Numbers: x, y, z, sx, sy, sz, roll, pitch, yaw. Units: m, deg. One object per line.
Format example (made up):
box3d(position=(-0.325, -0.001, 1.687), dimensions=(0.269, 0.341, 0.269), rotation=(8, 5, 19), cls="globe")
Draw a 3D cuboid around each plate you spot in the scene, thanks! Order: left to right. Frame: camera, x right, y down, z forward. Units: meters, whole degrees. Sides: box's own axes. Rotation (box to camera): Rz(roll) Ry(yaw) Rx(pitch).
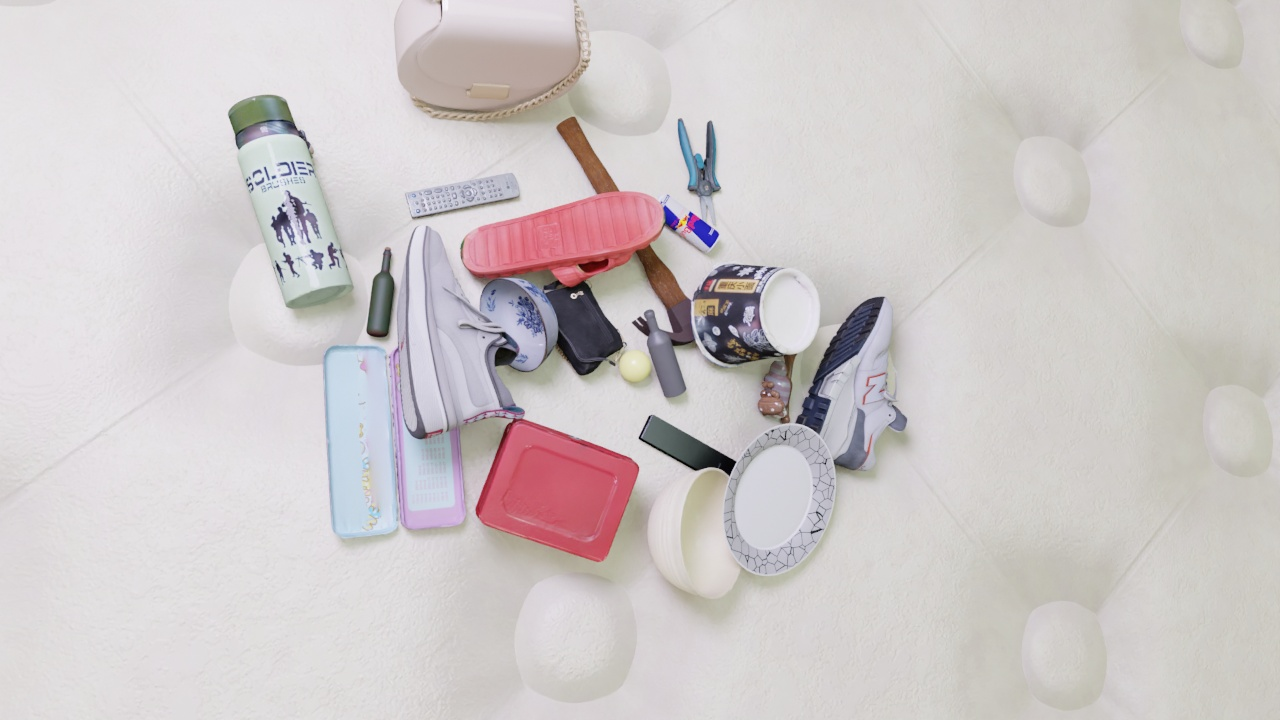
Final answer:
box3d(position=(0.168, 0.169, 1.124), dimensions=(0.188, 0.016, 0.188), rotation=(-6, 101, -35), cls="plate")

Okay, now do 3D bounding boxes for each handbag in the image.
box3d(position=(-0.173, -0.365, 1.053), dimensions=(0.210, 0.209, 0.103), rotation=(-3, 80, -21), cls="handbag")
box3d(position=(-0.071, -0.044, 1.113), dimensions=(0.079, 0.054, 0.128), rotation=(-33, 90, -25), cls="handbag")

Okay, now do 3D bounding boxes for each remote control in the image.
box3d(position=(-0.214, -0.201, 1.113), dimensions=(0.136, 0.013, 0.033), rotation=(-15, 86, -21), cls="remote control")
box3d(position=(0.069, 0.118, 1.151), dimensions=(0.150, 0.013, 0.034), rotation=(30, 72, -11), cls="remote control")

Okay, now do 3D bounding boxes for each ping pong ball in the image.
box3d(position=(-0.007, 0.007, 1.131), dimensions=(0.040, 0.040, 0.040), rotation=(3, 79, -18), cls="ping pong ball")

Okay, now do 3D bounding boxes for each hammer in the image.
box3d(position=(-0.012, -0.164, 1.167), dimensions=(0.115, 0.033, 0.323), rotation=(-32, 91, -23), cls="hammer")

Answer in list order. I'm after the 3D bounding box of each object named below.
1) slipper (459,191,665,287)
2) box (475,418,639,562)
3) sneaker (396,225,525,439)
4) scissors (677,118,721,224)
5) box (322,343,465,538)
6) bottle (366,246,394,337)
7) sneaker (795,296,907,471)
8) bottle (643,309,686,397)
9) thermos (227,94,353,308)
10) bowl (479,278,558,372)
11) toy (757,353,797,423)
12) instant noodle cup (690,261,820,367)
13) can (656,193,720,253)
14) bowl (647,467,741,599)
box3d(position=(-0.089, -0.137, 1.105), dimensions=(0.249, 0.059, 0.103), rotation=(-13, 55, -2), cls="slipper")
box3d(position=(-0.094, 0.147, 1.043), dimensions=(0.157, 0.110, 0.134), rotation=(21, 79, -14), cls="box")
box3d(position=(-0.203, -0.039, 1.022), dimensions=(0.128, 0.097, 0.262), rotation=(-1, 61, -23), cls="sneaker")
box3d(position=(0.078, -0.258, 1.220), dimensions=(0.148, 0.019, 0.123), rotation=(48, 65, -11), cls="scissors")
box3d(position=(-0.277, 0.085, 1.029), dimensions=(0.150, 0.035, 0.214), rotation=(-1, 81, -27), cls="box")
box3d(position=(-0.297, -0.080, 1.057), dimensions=(0.025, 0.025, 0.106), rotation=(8, 78, -17), cls="bottle")
box3d(position=(0.299, 0.043, 1.212), dimensions=(0.124, 0.089, 0.239), rotation=(32, 80, -15), cls="sneaker")
box3d(position=(0.026, -0.010, 1.129), dimensions=(0.030, 0.030, 0.113), rotation=(-28, 113, -21), cls="bottle")
box3d(position=(-0.388, -0.179, 1.018), dimensions=(0.082, 0.082, 0.231), rotation=(-18, 86, -21), cls="thermos")
box3d(position=(-0.133, -0.047, 1.070), dimensions=(0.045, 0.115, 0.114), rotation=(-27, 90, -42), cls="bowl")
box3d(position=(0.180, 0.031, 1.191), dimensions=(0.054, 0.042, 0.102), rotation=(7, 86, -40), cls="toy")
box3d(position=(0.148, -0.060, 1.137), dimensions=(0.137, 0.112, 0.137), rotation=(1, 89, -37), cls="instant noodle cup")
box3d(position=(0.058, -0.179, 1.191), dimensions=(0.095, 0.032, 0.032), rotation=(35, 71, -10), cls="can")
box3d(position=(0.057, 0.204, 1.086), dimensions=(0.150, 0.075, 0.150), rotation=(14, 73, -53), cls="bowl")
